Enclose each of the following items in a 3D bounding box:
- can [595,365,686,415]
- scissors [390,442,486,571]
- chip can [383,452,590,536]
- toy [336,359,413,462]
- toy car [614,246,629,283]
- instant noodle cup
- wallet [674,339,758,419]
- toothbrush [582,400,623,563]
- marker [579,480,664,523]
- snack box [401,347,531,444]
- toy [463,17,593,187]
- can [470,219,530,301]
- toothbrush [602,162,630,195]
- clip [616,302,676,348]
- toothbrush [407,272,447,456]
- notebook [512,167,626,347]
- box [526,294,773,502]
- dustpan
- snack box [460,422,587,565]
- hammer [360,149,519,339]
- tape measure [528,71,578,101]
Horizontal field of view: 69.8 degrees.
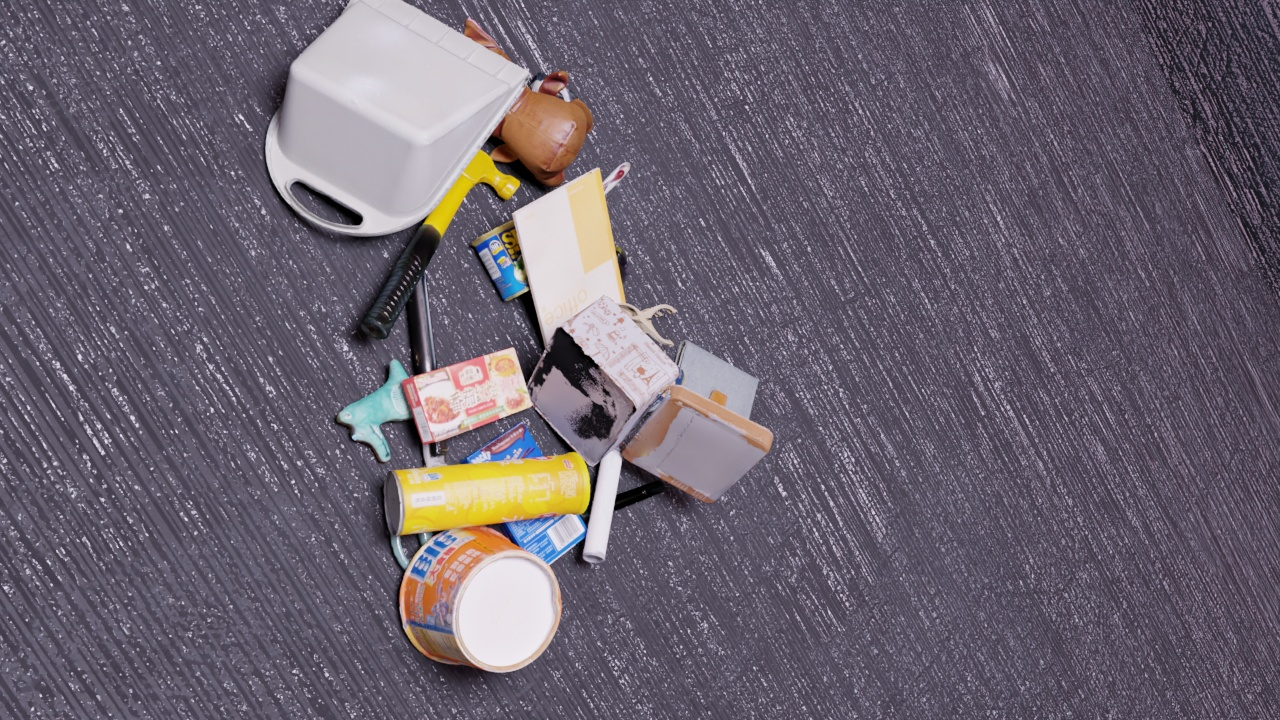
[{"bbox_3d":[-0.007,0.007,1.165,0.111,0.075,0.075,42,58,-21],"label":"can"},{"bbox_3d":[-0.241,0.155,1.005,0.129,0.019,0.185,-21,88,-36],"label":"scissors"},{"bbox_3d":[-0.164,0.144,0.995,0.213,0.072,0.072,-3,79,-29],"label":"chip can"},{"bbox_3d":[-0.281,0.059,0.998,0.091,0.030,0.096,-30,102,-31],"label":"toy"},{"bbox_3d":[-0.058,-0.131,1.198,0.106,0.031,0.049,14,72,-38],"label":"toy car"},{"bbox_3d":[-0.161,0.252,0.958,0.151,0.112,0.151,2,86,-35],"label":"instant noodle cup"},{"bbox_3d":[0.100,0.044,1.255,0.129,0.037,0.106,28,62,-25],"label":"wallet"},{"bbox_3d":[-0.039,0.139,1.121,0.027,0.026,0.220,69,25,-53],"label":"toothbrush"},{"bbox_3d":[-0.025,0.176,1.142,0.131,0.022,0.020,-14,92,-36],"label":"marker"},{"bbox_3d":[-0.193,0.038,1.039,0.152,0.026,0.075,-20,94,-50],"label":"snack box"},{"bbox_3d":[-0.158,-0.312,1.130,0.199,0.130,0.140,30,100,-12],"label":"toy"},{"bbox_3d":[-0.143,-0.130,1.126,0.101,0.057,0.083,-33,99,-35],"label":"can"},{"bbox_3d":[-0.064,-0.213,1.225,0.016,0.017,0.187,48,57,-13],"label":"toothbrush"},{"bbox_3d":[0.008,-0.042,1.209,0.101,0.035,0.096,-14,91,-46],"label":"clip"},{"bbox_3d":[-0.241,0.004,1.035,0.027,0.026,0.212,2,73,-46],"label":"toothbrush"},{"bbox_3d":[-0.082,-0.114,1.126,0.145,0.010,0.206,-37,130,-36],"label":"notebook"},{"bbox_3d":[0.006,0.065,1.056,0.261,0.179,0.102,45,55,6],"label":"box"},{"bbox_3d":[-0.289,-0.269,1.033,0.222,0.143,0.256,29,44,-1],"label":"dustpan"},{"bbox_3d":[-0.133,0.160,1.069,0.084,0.026,0.157,-34,97,-34],"label":"snack box"},{"bbox_3d":[-0.242,-0.145,1.052,0.128,0.033,0.299,33,51,-19],"label":"hammer"},{"bbox_3d":[-0.122,-0.338,1.211,0.065,0.034,0.065,29,60,-23],"label":"tape measure"}]
